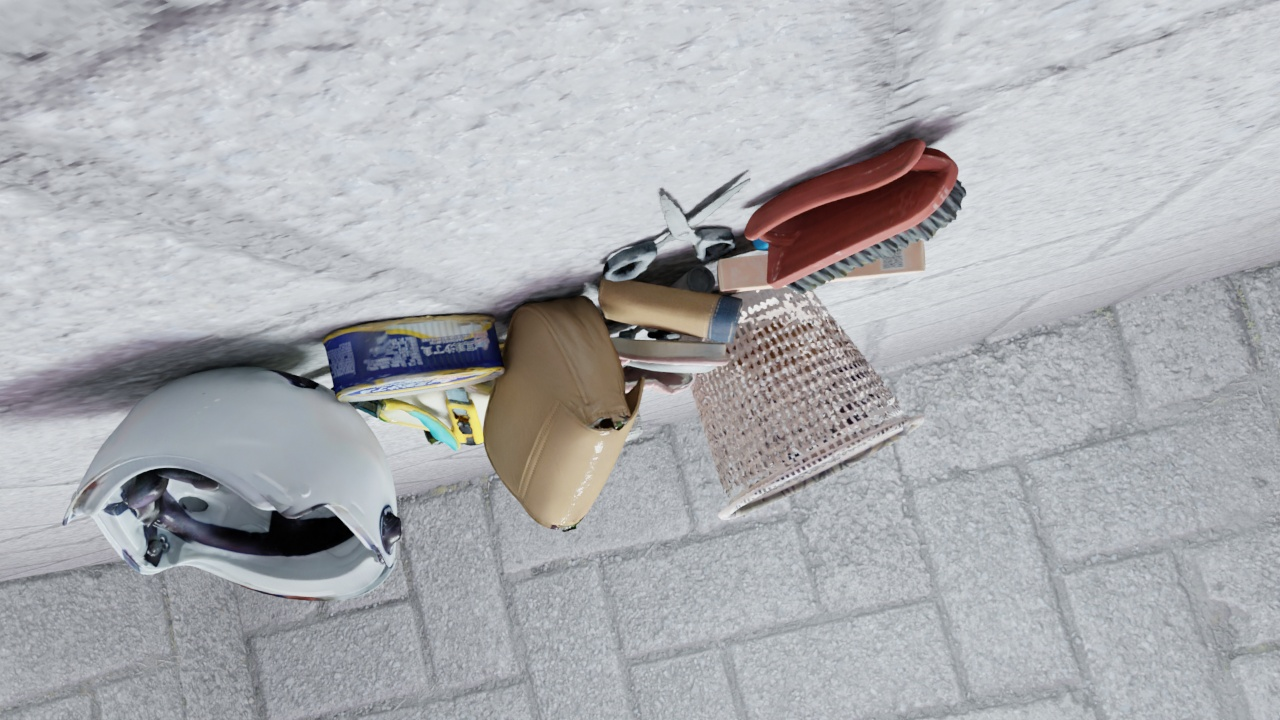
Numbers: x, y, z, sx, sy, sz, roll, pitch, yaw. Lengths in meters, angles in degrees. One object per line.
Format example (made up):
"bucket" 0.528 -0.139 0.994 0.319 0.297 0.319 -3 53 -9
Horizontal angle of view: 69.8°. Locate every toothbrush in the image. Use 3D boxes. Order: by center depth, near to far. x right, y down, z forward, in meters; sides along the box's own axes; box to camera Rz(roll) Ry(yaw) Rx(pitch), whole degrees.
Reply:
"toothbrush" 0.018 -0.046 0.878 0.026 0.026 0.221 -6 171 -19

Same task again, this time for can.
"can" -0.179 -0.003 0.742 0.147 0.049 0.075 -8 170 -43

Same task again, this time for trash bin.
"trash bin" 0.143 0.030 0.941 0.227 0.192 0.228 -24 165 -7

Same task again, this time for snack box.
"snack box" 0.140 -0.075 0.739 0.157 0.026 0.084 -5 -177 4

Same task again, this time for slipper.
"slipper" -0.005 0.005 0.896 0.114 0.054 0.275 2 180 -27

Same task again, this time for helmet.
"helmet" -0.305 0.093 0.744 0.229 0.145 0.259 -6 149 14

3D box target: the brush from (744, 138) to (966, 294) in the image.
"brush" 0.141 -0.100 0.611 0.069 0.063 0.146 29 144 -34

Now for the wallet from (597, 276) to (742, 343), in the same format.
"wallet" 0.025 -0.042 0.756 0.115 0.033 0.090 9 173 5

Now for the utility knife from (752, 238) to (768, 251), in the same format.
"utility knife" 0.143 -0.099 0.754 0.034 0.018 0.161 -21 171 37

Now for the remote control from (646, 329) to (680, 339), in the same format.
"remote control" 0.051 -0.039 0.991 0.053 0.024 0.136 -23 169 29

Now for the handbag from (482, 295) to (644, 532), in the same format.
"handbag" -0.066 0.045 0.800 0.099 0.147 0.205 -12 146 -31

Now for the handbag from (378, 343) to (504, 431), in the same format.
"handbag" -0.201 0.024 0.917 0.178 0.063 0.164 14 155 -42

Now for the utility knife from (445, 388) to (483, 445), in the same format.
"utility knife" -0.176 0.057 0.904 0.033 0.015 0.193 1 160 -4

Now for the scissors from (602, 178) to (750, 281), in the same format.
"scissors" 0.030 -0.088 0.642 0.179 0.014 0.159 -21 170 40

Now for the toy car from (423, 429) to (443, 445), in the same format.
"toy car" -0.237 0.072 1.162 0.045 0.053 0.121 -10 171 -44

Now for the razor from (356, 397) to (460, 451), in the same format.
"razor" -0.219 0.060 0.894 0.043 0.028 0.132 12 164 38

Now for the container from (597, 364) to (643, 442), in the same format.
"container" -0.053 0.043 1.063 0.090 0.114 0.090 -13 173 -16

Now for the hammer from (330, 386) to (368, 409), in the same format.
"hammer" -0.337 0.076 0.872 0.302 0.128 0.032 -31 143 28
